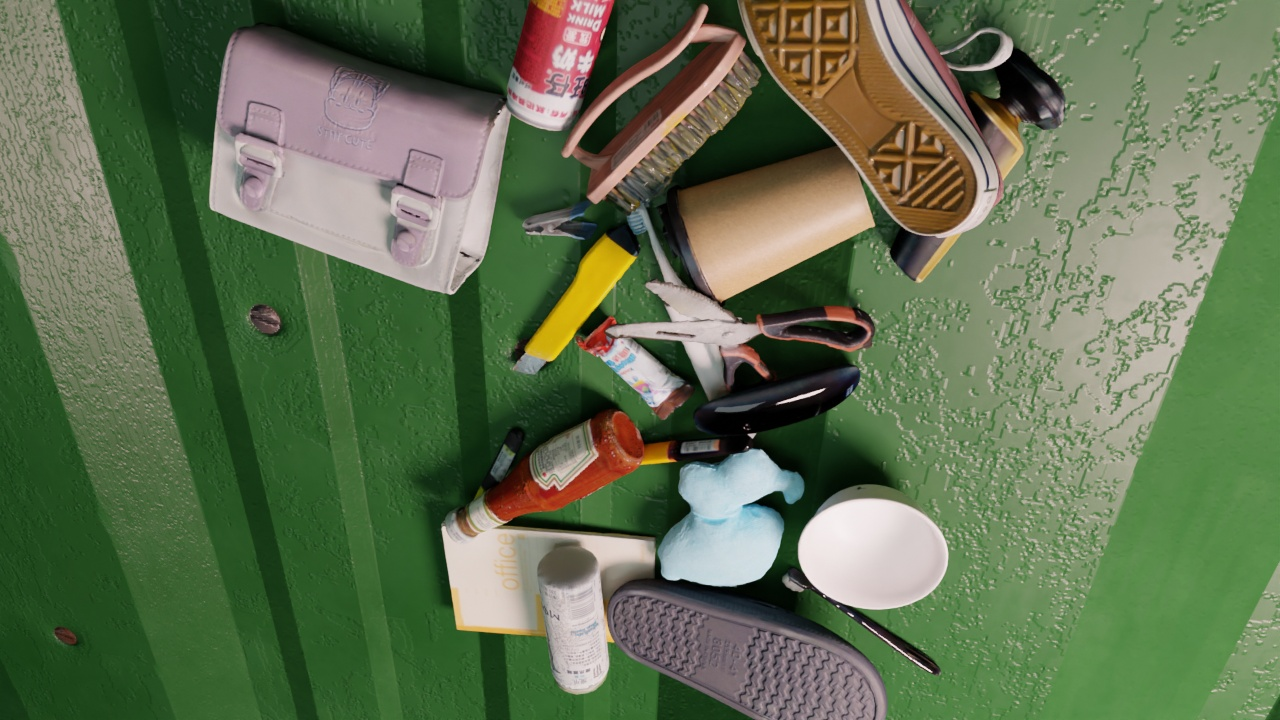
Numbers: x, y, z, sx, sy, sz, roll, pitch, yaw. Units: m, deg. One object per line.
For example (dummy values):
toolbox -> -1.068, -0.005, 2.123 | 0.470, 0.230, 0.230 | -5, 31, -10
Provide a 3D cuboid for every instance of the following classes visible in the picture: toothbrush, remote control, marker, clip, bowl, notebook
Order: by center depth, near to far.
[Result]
clip -> -0.064, -0.105, 0.706 | 0.058, 0.027, 0.044 | -2, 127, 15
remote control -> 0.109, 0.036, 0.722 | 0.136, 0.024, 0.053 | -16, 147, 2
toothbrush -> 0.041, -0.027, 0.726 | 0.026, 0.026, 0.221 | -22, 114, 9
bowl -> 0.194, 0.143, 0.769 | 0.118, 0.064, 0.118 | 6, 122, 10
marker -> 0.042, 0.076, 0.775 | 0.124, 0.018, 0.015 | -11, 147, 38
marker -> -0.136, 0.109, 0.858 | 0.018, 0.015, 0.124 | 27, 122, -5
toothbrush -> 0.208, 0.246, 0.858 | 0.181, 0.015, 0.018 | 33, 128, -6
notebook -> -0.089, 0.222, 0.907 | 0.206, 0.010, 0.146 | 4, 122, 5

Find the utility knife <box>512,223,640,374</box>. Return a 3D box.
utility knife -> -0.055, -0.045, 0.745 | 0.033, 0.015, 0.178 | 39, 123, -4

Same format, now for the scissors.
scissors -> 0.079, -0.015, 0.671 | 0.189, 0.015, 0.225 | -17, 148, 4

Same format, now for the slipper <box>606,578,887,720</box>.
slipper -> 0.102, 0.262, 0.861 | 0.268, 0.083, 0.111 | 16, 112, 18

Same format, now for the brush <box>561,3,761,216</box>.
brush -> 0.014, -0.170, 0.625 | 0.073, 0.063, 0.146 | 37, 121, -22

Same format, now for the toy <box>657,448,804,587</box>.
toy -> 0.077, 0.146, 0.808 | 0.162, 0.049, 0.156 | -21, 117, 19

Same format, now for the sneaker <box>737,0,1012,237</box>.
sneaker -> 0.147, -0.186, 0.568 | 0.119, 0.087, 0.241 | -38, 81, 43

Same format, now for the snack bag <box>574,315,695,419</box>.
snack bag -> -0.004, 0.004, 0.756 | 0.105, 0.026, 0.045 | 41, 118, -14

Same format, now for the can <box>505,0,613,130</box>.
can -> -0.050, -0.225, 0.613 | 0.053, 0.053, 0.133 | 22, 123, 0

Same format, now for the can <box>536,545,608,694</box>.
can -> -0.063, 0.250, 0.879 | 0.058, 0.058, 0.147 | 4, 122, 11

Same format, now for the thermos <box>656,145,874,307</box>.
thermos -> 0.085, -0.097, 0.643 | 0.143, 0.092, 0.093 | -21, 114, 14

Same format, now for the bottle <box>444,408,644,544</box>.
bottle -> -0.091, 0.110, 0.816 | 0.206, 0.059, 0.060 | -31, 109, 24

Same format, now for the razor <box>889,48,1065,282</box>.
razor -> 0.221, -0.122, 0.616 | 0.067, 0.062, 0.168 | 3, 133, -26

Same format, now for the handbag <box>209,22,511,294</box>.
handbag -> -0.206, -0.149, 0.676 | 0.197, 0.098, 0.145 | 19, 117, 1
